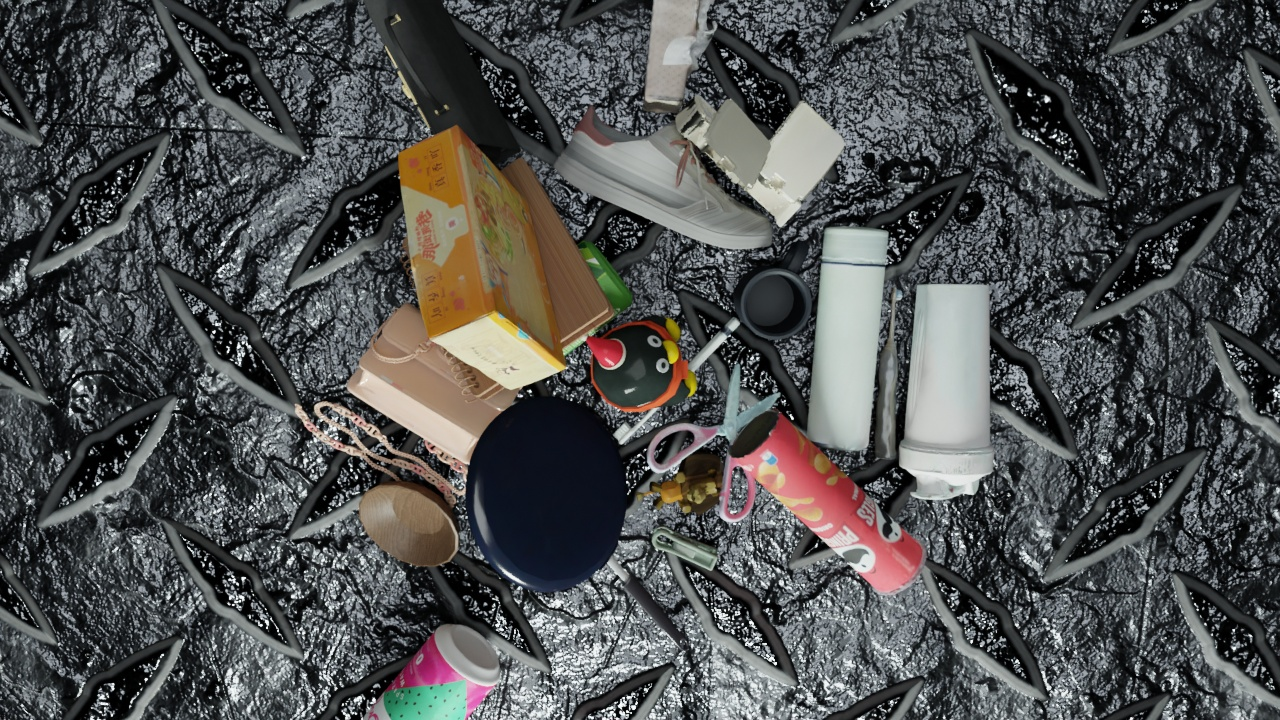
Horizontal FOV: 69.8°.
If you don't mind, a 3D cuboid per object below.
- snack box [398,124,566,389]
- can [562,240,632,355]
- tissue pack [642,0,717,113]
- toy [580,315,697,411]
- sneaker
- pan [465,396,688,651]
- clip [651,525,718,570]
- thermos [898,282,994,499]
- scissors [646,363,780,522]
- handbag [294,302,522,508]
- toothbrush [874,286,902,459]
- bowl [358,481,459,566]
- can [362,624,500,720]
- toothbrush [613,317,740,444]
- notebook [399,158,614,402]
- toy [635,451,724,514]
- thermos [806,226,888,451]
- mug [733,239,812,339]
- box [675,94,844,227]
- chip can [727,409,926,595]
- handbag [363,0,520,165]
[{"bbox_3d":[-0.149,-0.086,0.832,0.081,0.145,0.195,-21,65,12],"label":"snack box"},{"bbox_3d":[-0.086,-0.051,0.950,0.144,0.083,0.083,-37,96,5],"label":"can"},{"bbox_3d":[0.041,-0.340,0.901,0.071,0.104,0.181,9,97,-3],"label":"tissue pack"},{"bbox_3d":[-0.005,0.005,0.940,0.100,0.119,0.097,-20,82,14],"label":"toy"},{"bbox_3d":[0.034,-0.189,0.924,0.236,0.099,0.090,22,112,0],"label":"sneaker"},{"bbox_3d":[-0.045,0.194,0.970,0.356,0.021,0.198,53,52,-22],"label":"pan"},{"bbox_3d":[0.048,0.206,1.012,0.076,0.047,0.023,23,95,2],"label":"clip"},{"bbox_3d":[0.323,0.031,0.955,0.099,0.099,0.220,2,94,0],"label":"thermos"},{"bbox_3d":[0.076,0.079,0.966,0.158,0.014,0.172,12,75,-13],"label":"scissors"},{"bbox_3d":[-0.243,0.042,0.989,0.198,0.116,0.188,33,134,-8],"label":"handbag"},{"bbox_3d":[0.267,0.014,0.987,0.024,0.022,0.185,1,96,-2],"label":"toothbrush"},{"bbox_3d":[-0.246,0.171,0.995,0.118,0.030,0.118,9,125,13],"label":"bowl"},{"bbox_3d":[-0.233,0.375,1.008,0.088,0.088,0.166,39,96,-4],"label":"can"},{"bbox_3d":[0.038,0.021,0.995,0.017,0.012,0.187,44,96,-1],"label":"toothbrush"},{"bbox_3d":[-0.143,-0.083,0.923,0.169,0.022,0.210,-33,64,7],"label":"notebook"},{"bbox_3d":[0.045,0.135,0.984,0.100,0.062,0.076,-15,116,-6],"label":"toy"},{"bbox_3d":[0.215,-0.024,0.959,0.068,0.068,0.230,3,99,0],"label":"thermos"},{"bbox_3d":[0.143,-0.076,0.947,0.071,0.077,0.105,27,97,-3],"label":"mug"},{"bbox_3d":[0.119,-0.202,0.856,0.143,0.194,0.101,38,110,-17],"label":"box"},{"bbox_3d":[0.196,0.147,0.959,0.233,0.073,0.073,43,96,-15],"label":"chip can"},{"bbox_3d":[-0.199,-0.269,0.865,0.072,0.195,0.176,-28,96,4],"label":"handbag"}]
